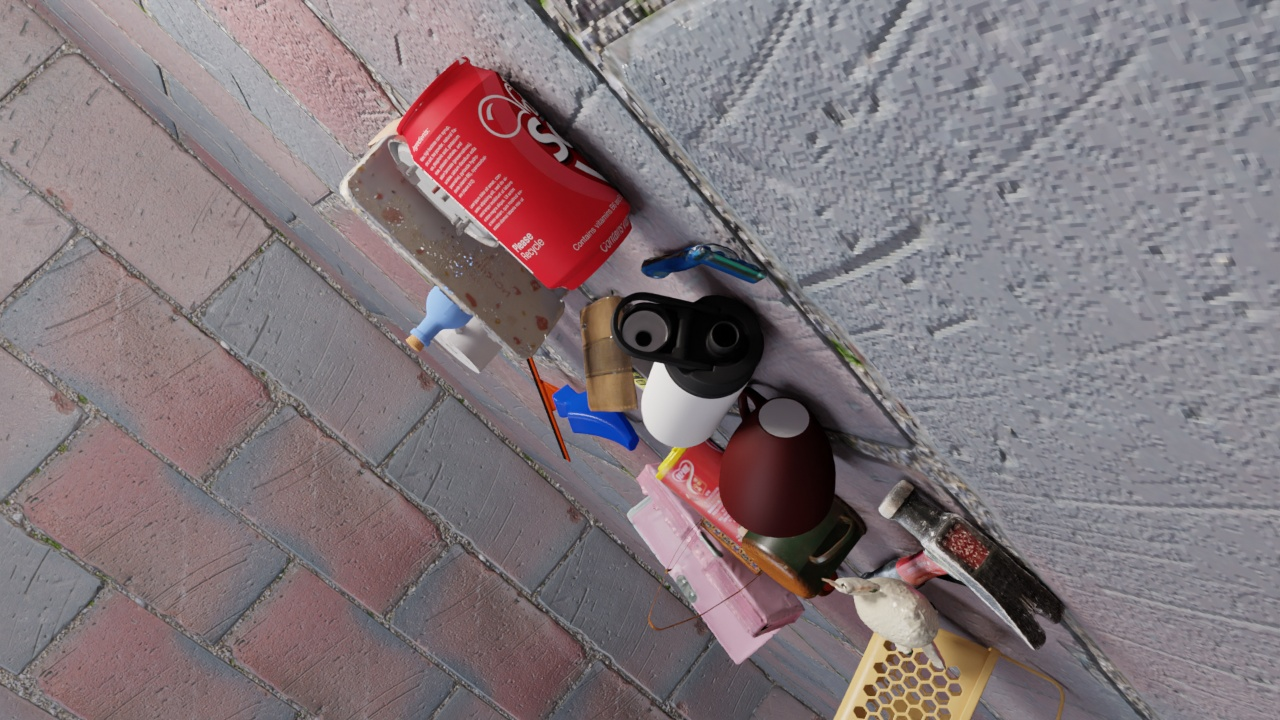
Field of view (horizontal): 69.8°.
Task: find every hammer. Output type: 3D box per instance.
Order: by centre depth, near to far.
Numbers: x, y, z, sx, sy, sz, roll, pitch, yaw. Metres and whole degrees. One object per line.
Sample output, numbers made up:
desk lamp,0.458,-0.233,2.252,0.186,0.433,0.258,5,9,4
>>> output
hammer,0.233,0.182,0.762,0.140,0.036,0.326,39,167,14

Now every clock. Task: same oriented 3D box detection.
clock,-0.126,-0.132,0.676,0.110,0.061,0.157,49,164,-32

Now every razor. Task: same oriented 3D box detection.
razor,0.029,-0.061,0.566,0.044,0.018,0.141,19,177,-20

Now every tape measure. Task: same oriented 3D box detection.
tape measure,-0.005,0.005,0.886,0.065,0.016,0.064,43,167,-11

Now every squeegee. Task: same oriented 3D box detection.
squeegee,-0.067,0.071,1.198,0.185,0.055,0.250,28,145,43

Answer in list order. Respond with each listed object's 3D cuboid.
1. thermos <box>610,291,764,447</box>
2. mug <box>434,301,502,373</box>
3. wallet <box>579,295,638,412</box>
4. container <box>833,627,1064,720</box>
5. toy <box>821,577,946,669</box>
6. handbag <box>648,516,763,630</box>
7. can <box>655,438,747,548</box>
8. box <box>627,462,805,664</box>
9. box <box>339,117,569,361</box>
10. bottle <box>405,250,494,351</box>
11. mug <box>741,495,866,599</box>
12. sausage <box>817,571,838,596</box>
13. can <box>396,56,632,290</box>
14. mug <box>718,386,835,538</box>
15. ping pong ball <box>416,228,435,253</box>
thermos,0.025,0.011,0.672,0.101,0.068,0.230,9,165,-1
mug,-0.176,-0.053,1.001,0.083,0.096,0.120,40,167,5
wallet,-0.031,-0.002,0.812,0.121,0.027,0.098,171,91,-76
container,0.263,0.333,0.809,0.167,0.183,0.129,24,171,24
toy,0.197,0.196,0.723,0.112,0.050,0.087,49,170,-6
handbag,0.076,0.221,0.977,0.093,0.195,0.043,40,146,14
can,0.081,0.133,0.953,0.124,0.066,0.067,40,167,4
box,0.071,0.236,1.071,0.099,0.107,0.232,2,-138,-52
box,-0.163,-0.102,0.809,0.217,0.095,0.115,47,169,-25
bottle,-0.182,-0.062,0.911,0.048,0.131,0.048,38,167,10
mug,0.149,0.160,0.815,0.085,0.081,0.111,43,167,-12
sausage,0.167,0.221,1.068,0.156,0.040,0.040,30,164,44
can,-0.075,-0.112,0.567,0.142,0.074,0.074,43,167,-12
mug,0.097,0.060,0.676,0.088,0.087,0.114,86,164,-48
ping pong ball,-0.225,-0.136,0.993,0.040,0.040,0.040,38,167,10
